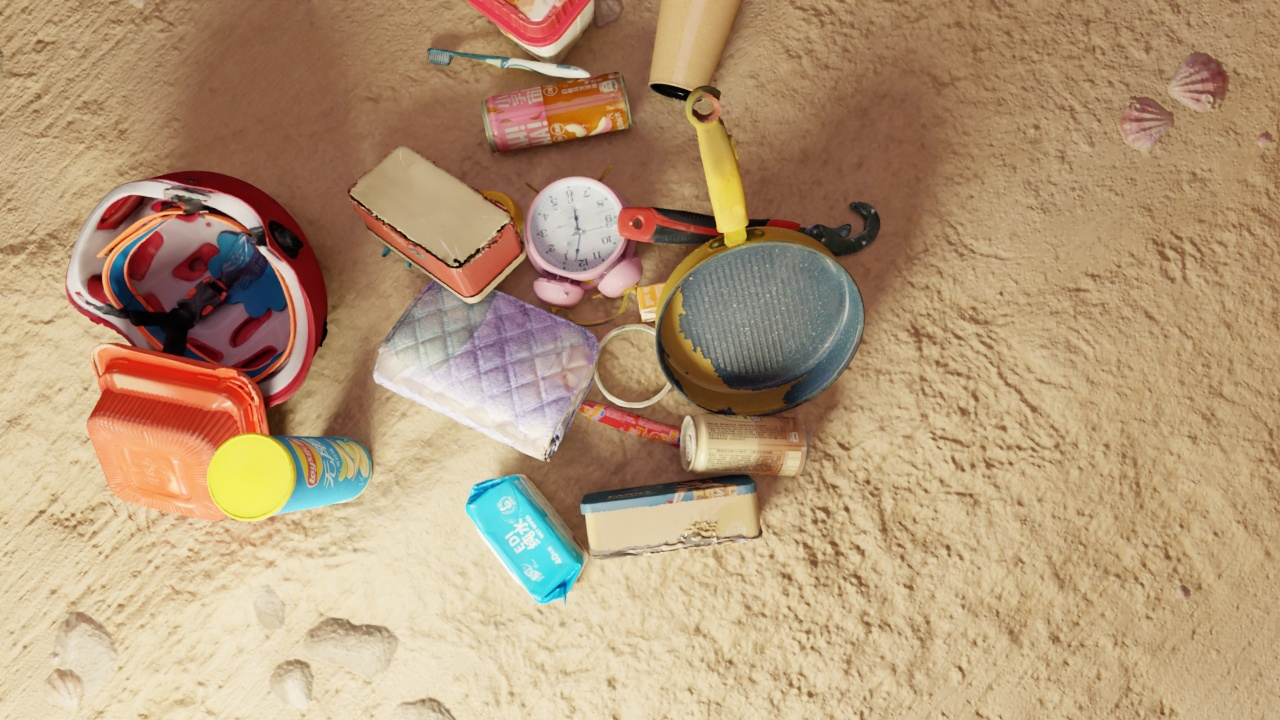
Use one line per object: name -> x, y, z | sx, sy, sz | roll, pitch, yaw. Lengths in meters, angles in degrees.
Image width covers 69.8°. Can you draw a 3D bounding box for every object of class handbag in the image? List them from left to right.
handbag -> -0.144, 0.006, 0.896 | 0.194, 0.076, 0.133 | 24, 57, 9

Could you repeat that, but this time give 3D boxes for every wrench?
wrench -> 0.111, -0.132, 0.918 | 0.273, 0.016, 0.056 | -1, 91, -11

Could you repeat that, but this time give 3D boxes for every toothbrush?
toothbrush -> -0.139, -0.304, 0.947 | 0.192, 0.016, 0.018 | 14, 95, 18

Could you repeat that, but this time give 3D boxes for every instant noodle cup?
instant noodle cup -> -0.437, 0.079, 0.868 | 0.164, 0.078, 0.189 | 11, 129, 3
instant noodle cup -> -0.101, -0.363, 0.918 | 0.116, 0.124, 0.116 | 37, 87, 5

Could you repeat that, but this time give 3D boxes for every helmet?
helmet -> -0.400, -0.077, 0.893 | 0.207, 0.143, 0.240 | -41, 103, 22

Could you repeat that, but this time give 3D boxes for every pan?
pan -> 0.090, -0.084, 0.808 | 0.198, 0.078, 0.358 | -16, 126, 5

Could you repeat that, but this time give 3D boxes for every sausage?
sausage -> 0.005, 0.068, 0.931 | 0.156, 0.020, 0.020 | 17, 86, 3

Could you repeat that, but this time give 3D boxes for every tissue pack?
tissue pack -> -0.109, 0.172, 0.890 | 0.063, 0.090, 0.140 | -39, 85, -2

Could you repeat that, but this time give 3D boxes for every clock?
clock -> -0.058, -0.112, 0.928 | 0.117, 0.060, 0.158 | -12, 87, 1

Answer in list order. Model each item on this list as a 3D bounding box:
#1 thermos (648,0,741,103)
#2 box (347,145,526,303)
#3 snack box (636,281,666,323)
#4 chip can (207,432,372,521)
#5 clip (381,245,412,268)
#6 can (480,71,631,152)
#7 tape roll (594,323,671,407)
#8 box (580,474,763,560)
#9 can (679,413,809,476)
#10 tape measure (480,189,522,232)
thermos -> 0.054, -0.342, 0.933 | 0.093, 0.093, 0.143 | 15, 94, 3
box -> -0.200, -0.141, 0.894 | 0.168, 0.076, 0.091 | 34, 70, 24
snack box -> 0.074, -0.068, 0.911 | 0.154, 0.075, 0.026 | -11, 84, 1
chip can -> -0.312, 0.103, 0.842 | 0.071, 0.210, 0.071 | 0, 85, 1
clip -> -0.245, -0.126, 0.958 | 0.033, 0.013, 0.054 | 25, 88, 3
can -> -0.085, -0.254, 0.941 | 0.147, 0.058, 0.058 | -11, 85, 1
tape roll -> -0.006, 0.005, 0.939 | 0.086, 0.014, 0.085 | 0, 85, 2
box -> 0.024, 0.151, 0.888 | 0.184, 0.090, 0.060 | -5, 89, -2
can -> 0.101, 0.082, 0.895 | 0.116, 0.058, 0.058 | 3, 85, -12
tape measure -> -0.149, -0.143, 0.945 | 0.057, 0.029, 0.060 | 16, 87, 25
